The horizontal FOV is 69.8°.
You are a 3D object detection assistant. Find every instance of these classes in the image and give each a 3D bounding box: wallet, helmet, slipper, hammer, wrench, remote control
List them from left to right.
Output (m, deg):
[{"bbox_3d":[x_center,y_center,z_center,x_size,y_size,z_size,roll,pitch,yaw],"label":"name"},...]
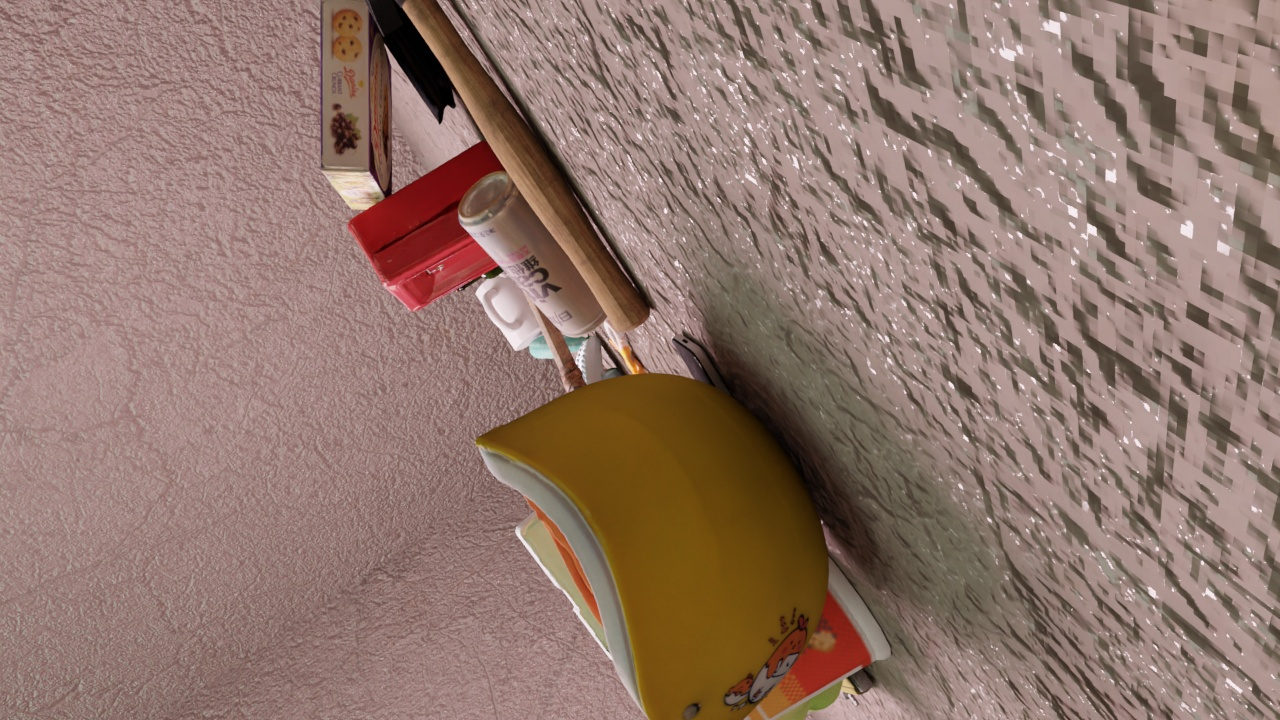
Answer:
[{"bbox_3d":[-0.201,-0.271,0.811,0.115,0.026,0.089,57,173,-9],"label":"wallet"},{"bbox_3d":[-0.089,-0.148,0.592,0.305,0.040,0.132,56,171,-13],"label":"hammer"},{"bbox_3d":[-0.094,-0.019,1.035,0.122,0.049,0.318,107,139,-76],"label":"hammer"},{"bbox_3d":[-0.021,0.087,1.111,0.104,0.074,0.245,137,115,-76],"label":"slipper"},{"bbox_3d":[0.027,0.101,0.533,0.209,0.139,0.240,53,172,25],"label":"helmet"},{"bbox_3d":[0.063,0.046,0.584,0.147,0.008,0.045,57,174,-22],"label":"remote control"},{"bbox_3d":[0.201,0.313,0.925,0.083,0.018,0.273,53,174,19],"label":"wrench"}]

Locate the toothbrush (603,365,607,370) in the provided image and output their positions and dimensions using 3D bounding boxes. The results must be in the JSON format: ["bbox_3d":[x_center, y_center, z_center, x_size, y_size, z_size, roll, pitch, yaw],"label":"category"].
[{"bbox_3d":[-0.051,0.010,1.238,0.021,0.017,0.135,56,175,-34],"label":"toothbrush"}]

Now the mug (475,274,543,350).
[{"bbox_3d":[-0.157,-0.071,1.178,0.090,0.091,0.121,55,-149,3],"label":"mug"}]

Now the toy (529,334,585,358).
[{"bbox_3d":[-0.102,-0.021,1.193,0.105,0.085,0.033,174,90,-86],"label":"toy"}]

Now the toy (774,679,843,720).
[{"bbox_3d":[0.105,0.260,0.769,0.196,0.107,0.150,-6,-84,-60],"label":"toy"}]

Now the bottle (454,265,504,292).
[{"bbox_3d":[-0.150,-0.103,0.961,0.025,0.106,0.025,54,174,8],"label":"bottle"}]

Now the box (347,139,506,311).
[{"bbox_3d":[-0.185,-0.127,0.878,0.092,0.157,0.129,60,173,3],"label":"box"}]

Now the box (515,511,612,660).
[{"bbox_3d":[-0.030,0.218,0.998,0.197,0.134,0.041,56,164,-16],"label":"box"}]

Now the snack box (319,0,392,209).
[{"bbox_3d":[-0.248,-0.218,0.807,0.148,0.040,0.143,162,107,-81],"label":"snack box"}]

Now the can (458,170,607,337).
[{"bbox_3d":[-0.077,-0.078,0.691,0.135,0.054,0.054,50,179,-39],"label":"can"}]

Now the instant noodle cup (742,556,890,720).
[{"bbox_3d":[0.088,0.192,0.651,0.123,0.121,0.123,54,174,8],"label":"instant noodle cup"}]

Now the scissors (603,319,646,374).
[{"bbox_3d":[-0.010,-0.001,0.880,0.128,0.011,0.125,61,170,-33],"label":"scissors"}]
